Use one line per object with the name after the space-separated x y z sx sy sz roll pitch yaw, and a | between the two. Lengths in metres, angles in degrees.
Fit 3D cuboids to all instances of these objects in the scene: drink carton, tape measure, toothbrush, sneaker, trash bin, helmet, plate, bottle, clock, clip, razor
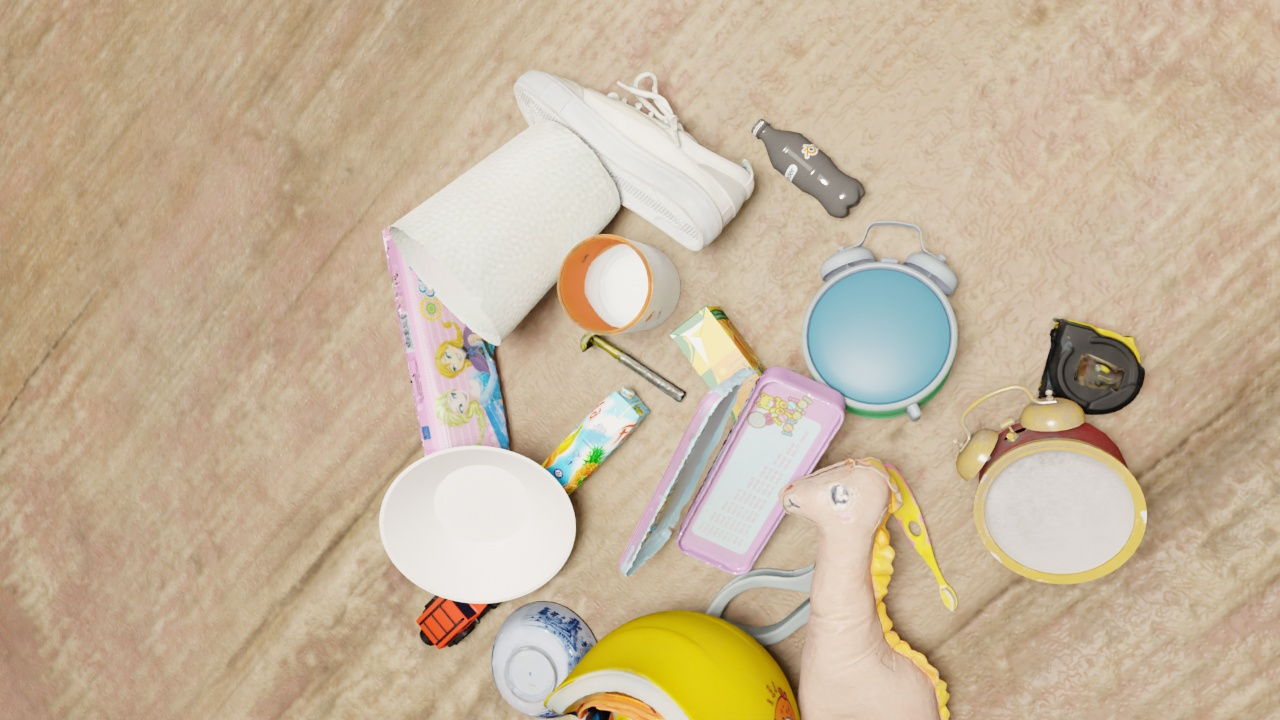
0.083 0.013 0.795 0.041 0.058 0.122 -37 83 15 | drink carton
0.356 0.007 0.724 0.072 0.042 0.071 13 94 13 | tape measure
0.237 0.150 0.780 0.021 0.016 0.135 -26 86 21 | toothbrush
-0.004 -0.193 0.803 0.242 0.090 0.090 38 71 23 | sneaker
-0.110 -0.115 0.788 0.133 0.133 0.161 42 75 10 | trash bin
-0.046 0.078 0.846 0.038 0.044 0.129 46 106 9 | drink carton
0.049 0.310 0.781 0.209 0.139 0.240 3 127 34 | helmet
-0.147 0.143 0.840 0.174 0.036 0.174 -1 117 -3 | plate
0.139 -0.166 0.779 0.110 0.036 0.036 43 103 10 | bottle
0.199 -0.034 0.755 0.122 0.075 0.161 8 83 17 | clock
0.315 0.089 0.719 0.117 0.081 0.159 -35 93 26 | clock
0.129 0.202 0.810 0.162 0.027 0.090 -11 92 16 | clip
-0.005 0.005 0.838 0.106 0.042 0.026 34 100 3 | razor

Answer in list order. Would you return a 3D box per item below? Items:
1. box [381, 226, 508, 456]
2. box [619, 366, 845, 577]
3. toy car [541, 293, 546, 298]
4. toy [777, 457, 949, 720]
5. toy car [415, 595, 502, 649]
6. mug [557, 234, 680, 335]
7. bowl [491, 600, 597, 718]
-0.199 -0.017 0.877 0.091 0.084 0.230 -10 91 45 | box
0.067 0.096 0.752 0.215 0.140 0.062 -66 33 35 | box
-0.125 -0.098 0.864 0.060 0.027 0.107 -23 85 -1 | toy car
0.198 0.206 0.745 0.196 0.065 0.264 5 104 1 | toy
-0.173 0.237 0.890 0.100 0.048 0.051 -45 81 14 | toy car
-0.016 -0.065 0.796 0.082 0.105 0.082 1 94 16 | mug
-0.097 0.293 0.873 0.114 0.045 0.114 1 94 16 | bowl
